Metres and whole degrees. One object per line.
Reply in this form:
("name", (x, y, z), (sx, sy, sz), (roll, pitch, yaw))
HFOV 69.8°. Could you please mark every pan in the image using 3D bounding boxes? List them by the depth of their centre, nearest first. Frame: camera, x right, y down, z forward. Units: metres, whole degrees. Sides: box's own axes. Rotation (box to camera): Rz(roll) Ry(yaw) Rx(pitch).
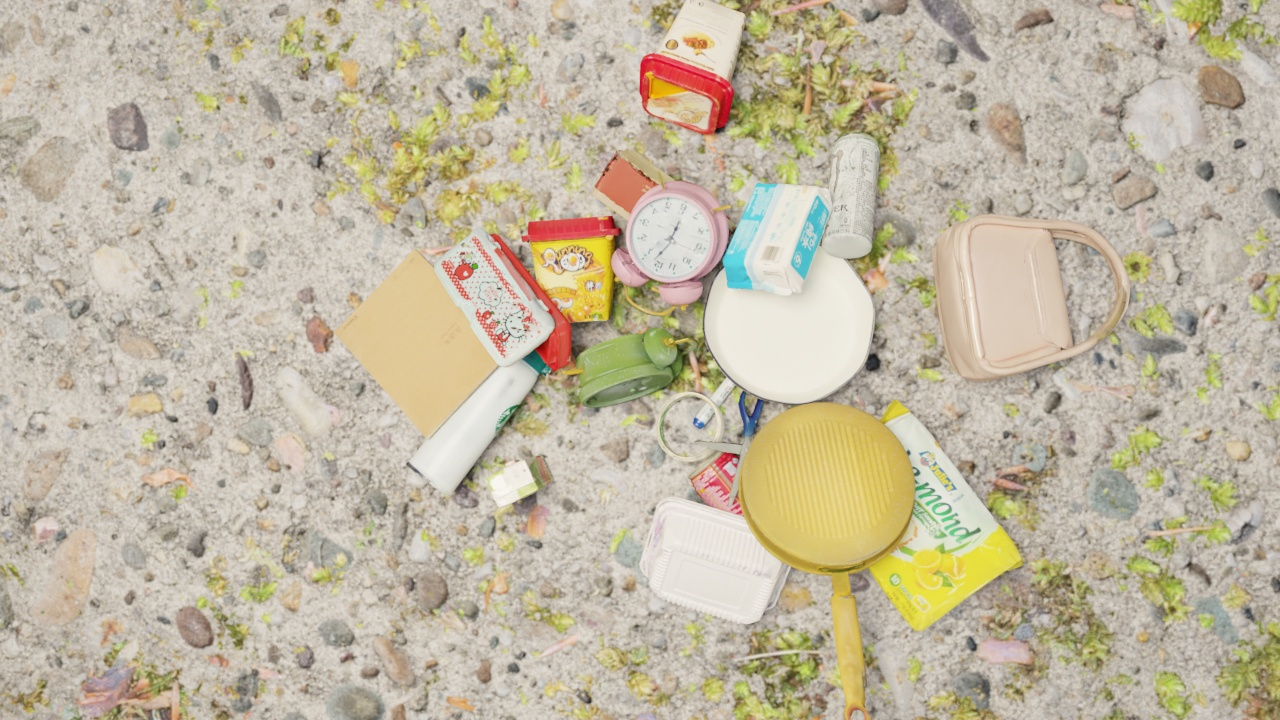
("pan", (0.217, 0.219, 1.017), (0.198, 0.078, 0.356), (-6, 64, 4))

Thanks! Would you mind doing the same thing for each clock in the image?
("clock", (0.031, -0.126, 1.048), (0.117, 0.059, 0.159), (25, 112, 5))
("clock", (-0.007, 0.006, 1.101), (0.161, 0.116, 0.056), (-18, 77, 5))

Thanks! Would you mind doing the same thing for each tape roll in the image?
("tape roll", (0.060, 0.082, 1.129), (0.086, 0.014, 0.085), (-4, 79, 23))

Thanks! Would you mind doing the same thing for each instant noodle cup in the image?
("instant noodle cup", (0.087, 0.246, 1.083), (0.173, 0.060, 0.138), (17, 124, 5))
("instant noodle cup", (-0.079, -0.111, 1.116), (0.116, 0.116, 0.124), (-4, 100, 2))
("instant noodle cup", (0.068, -0.361, 1.116), (0.116, 0.116, 0.124), (21, 77, 4))

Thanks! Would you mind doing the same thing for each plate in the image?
("plate", (0.178, -0.045, 1.111), (0.205, 0.045, 0.204), (0, 77, 2))

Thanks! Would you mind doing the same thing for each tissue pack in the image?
("tissue pack", (0.160, -0.142, 1.067), (0.090, 0.063, 0.140), (13, 74, 39))

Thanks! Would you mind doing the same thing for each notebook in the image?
("notebook", (-0.270, -0.025, 1.129), (0.149, 0.012, 0.211), (-47, 64, -1))

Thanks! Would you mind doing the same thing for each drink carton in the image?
("drink carton", (-0.144, 0.141, 1.099), (0.053, 0.122, 0.045), (-26, 85, 2))

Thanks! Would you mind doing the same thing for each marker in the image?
("marker", (0.114, 0.025, 1.142), (0.017, 0.017, 0.146), (38, 91, 4))

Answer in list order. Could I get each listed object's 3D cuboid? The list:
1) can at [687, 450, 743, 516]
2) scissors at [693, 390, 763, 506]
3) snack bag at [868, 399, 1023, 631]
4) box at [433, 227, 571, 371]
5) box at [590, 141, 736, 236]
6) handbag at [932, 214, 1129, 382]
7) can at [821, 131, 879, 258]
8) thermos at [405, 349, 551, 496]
("can", (0.109, 0.158, 1.112), (0.066, 0.066, 0.094), (-40, 87, 1))
("scissors", (0.137, 0.106, 1.103), (0.162, 0.012, 0.173), (32, 55, -19))
("snack bag", (0.320, 0.189, 1.099), (0.158, 0.068, 0.246), (-36, 86, 1))
("box", (-0.168, -0.067, 1.071), (0.098, 0.095, 0.201), (-21, 51, -25))
("box", (0.034, -0.190, 1.111), (0.168, 0.091, 0.077), (36, 110, 3))
("handbag", (0.478, -0.081, 1.101), (0.234, 0.093, 0.193), (-8, 87, -5))
("can", (0.253, -0.197, 1.100), (0.058, 0.058, 0.146), (9, 70, 3))
("thermos", (-0.188, 0.057, 1.120), (0.073, 0.073, 0.224), (36, 81, 4))
